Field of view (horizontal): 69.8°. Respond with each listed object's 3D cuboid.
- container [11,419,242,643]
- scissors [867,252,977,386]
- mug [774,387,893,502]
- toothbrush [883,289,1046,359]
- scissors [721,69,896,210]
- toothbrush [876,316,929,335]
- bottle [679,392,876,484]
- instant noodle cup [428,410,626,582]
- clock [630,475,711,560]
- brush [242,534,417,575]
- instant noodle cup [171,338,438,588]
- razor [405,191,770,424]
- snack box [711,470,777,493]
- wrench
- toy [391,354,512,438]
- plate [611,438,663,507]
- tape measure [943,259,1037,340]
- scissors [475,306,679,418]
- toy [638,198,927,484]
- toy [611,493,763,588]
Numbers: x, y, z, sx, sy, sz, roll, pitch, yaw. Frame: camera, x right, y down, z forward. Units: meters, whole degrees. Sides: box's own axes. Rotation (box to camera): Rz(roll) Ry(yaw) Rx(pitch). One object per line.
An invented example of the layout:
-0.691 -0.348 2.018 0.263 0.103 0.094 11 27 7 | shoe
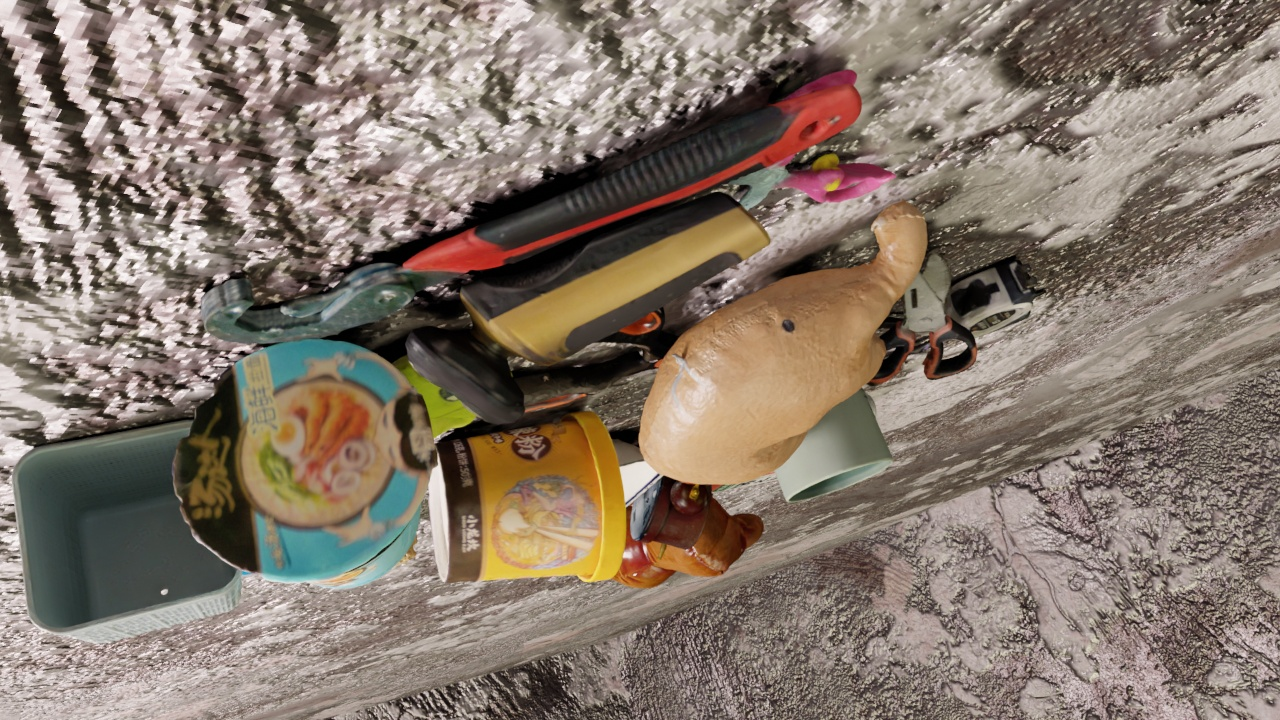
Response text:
-0.260 0.095 0.483 0.090 0.090 0.112 -11 163 -24 | container
0.184 -0.021 0.637 0.204 0.015 0.199 10 154 -33 | scissors
0.128 0.044 0.684 0.082 0.106 0.112 -22 161 4 | mug
0.257 -0.017 0.786 0.189 0.016 0.014 -25 161 11 | toothbrush
0.063 -0.085 0.409 0.133 0.017 0.135 -7 162 -22 | scissors
0.179 -0.027 0.680 0.018 0.015 0.180 -24 164 41 | toothbrush
0.117 0.059 0.795 0.205 0.059 0.060 -10 159 -28 | bottle
-0.082 0.098 0.629 0.114 0.118 0.119 -4 157 -19 | instant noodle cup
0.033 0.125 0.847 0.055 0.081 0.122 18 127 -11 | clock
-0.246 0.142 0.672 0.083 0.046 0.254 -19 167 10 | brush
-0.152 0.064 0.452 0.111 0.111 0.121 -15 159 -14 | instant noodle cup
-0.022 -0.025 0.411 0.168 0.067 0.062 -25 162 10 | razor
0.118 0.087 0.892 0.126 0.044 0.113 -5 157 -35 | snack box
-0.045 -0.055 0.366 0.273 0.016 0.056 -18 163 6 | wrench
-0.109 0.018 0.497 0.100 0.031 0.096 -21 159 22 | toy
-0.080 0.128 0.829 0.161 0.034 0.266 -10 159 -27 | plate
0.256 -0.043 0.683 0.066 0.033 0.066 -21 159 9 | tape measure
0.001 -0.003 0.561 0.221 0.021 0.228 -19 161 -1 | scissors
0.079 0.001 0.534 0.143 0.082 0.227 -10 151 -34 | toy
0.023 0.184 0.989 0.200 0.140 0.130 -32 -161 37 | toy
